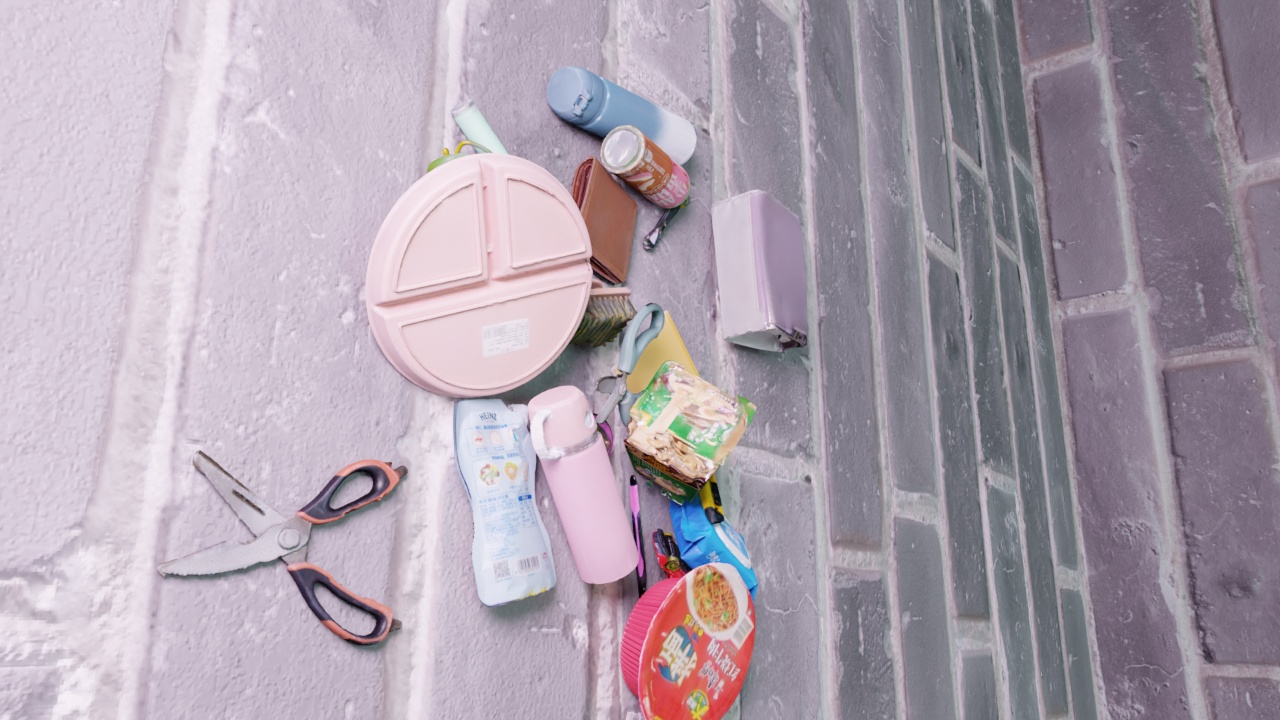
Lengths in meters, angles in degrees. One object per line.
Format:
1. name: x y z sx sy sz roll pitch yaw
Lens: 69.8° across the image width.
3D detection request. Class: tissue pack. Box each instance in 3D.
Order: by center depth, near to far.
1. tissue pack: 0.090 0.222 1.089 0.157 0.052 0.094 50 14 -33

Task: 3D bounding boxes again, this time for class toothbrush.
1. toothbrush: -0.124 -0.174 0.966 0.026 0.027 0.224 -42 118 -14
2. toothbrush: 0.001 0.223 1.033 0.017 0.014 0.189 13 70 -61

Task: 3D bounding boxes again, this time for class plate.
1. plate: -0.135 -0.071 0.833 0.228 0.028 0.230 -17 119 -34

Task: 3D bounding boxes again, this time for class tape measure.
1. tape measure: -0.055 0.084 0.974 0.058 0.039 0.056 52 45 -30

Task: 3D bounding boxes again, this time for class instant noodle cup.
1. instant noodle cup: 0.045 0.309 0.998 0.193 0.066 0.194 -7 101 -44

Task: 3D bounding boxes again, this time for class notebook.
1. notebook: 0.044 0.060 1.134 0.145 0.010 0.206 -49 119 -47

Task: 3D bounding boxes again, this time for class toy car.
1. toy car: 0.042 0.237 1.061 0.106 0.031 0.049 52 11 -32

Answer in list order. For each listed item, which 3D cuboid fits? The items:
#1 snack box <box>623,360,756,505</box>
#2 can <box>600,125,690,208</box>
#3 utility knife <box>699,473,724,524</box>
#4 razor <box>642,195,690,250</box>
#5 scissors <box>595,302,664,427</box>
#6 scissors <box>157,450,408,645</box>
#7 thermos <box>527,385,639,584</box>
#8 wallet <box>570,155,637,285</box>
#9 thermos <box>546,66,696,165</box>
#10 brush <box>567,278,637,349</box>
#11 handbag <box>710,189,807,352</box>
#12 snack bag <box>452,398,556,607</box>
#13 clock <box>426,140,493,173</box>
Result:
1. snack box: 0.048 0.088 1.026 0.117 0.118 0.106 -53 165 -27
2. can: 0.009 -0.230 1.103 0.147 0.058 0.058 19 66 -63
3. utility knife: 0.078 0.132 1.086 0.033 0.015 0.154 39 26 -35
4. razor: 0.035 -0.188 1.180 0.043 0.022 0.142 54 44 -26
5. scissors: -0.006 0.004 1.003 0.172 0.019 0.178 14 89 -66
6. scissors: -0.260 0.145 0.715 0.222 0.015 0.189 -17 94 -52
7. thermos: -0.061 0.128 0.910 0.087 0.067 0.199 -53 132 -59
8. wallet: -0.044 -0.161 1.065 0.101 0.032 0.124 38 53 -44
9. thermos: -0.020 -0.292 1.103 0.220 0.070 0.070 10 73 -50
10. brush: -0.075 -0.054 0.976 0.145 0.063 0.073 -7 57 -51
11. handbag: 0.169 -0.118 1.271 0.144 0.099 0.196 13 70 -49
12. snack bag: -0.129 0.129 0.870 0.110 0.039 0.191 -4 81 -50
13. clock: -0.157 -0.138 0.888 0.116 0.056 0.161 23 63 -48
